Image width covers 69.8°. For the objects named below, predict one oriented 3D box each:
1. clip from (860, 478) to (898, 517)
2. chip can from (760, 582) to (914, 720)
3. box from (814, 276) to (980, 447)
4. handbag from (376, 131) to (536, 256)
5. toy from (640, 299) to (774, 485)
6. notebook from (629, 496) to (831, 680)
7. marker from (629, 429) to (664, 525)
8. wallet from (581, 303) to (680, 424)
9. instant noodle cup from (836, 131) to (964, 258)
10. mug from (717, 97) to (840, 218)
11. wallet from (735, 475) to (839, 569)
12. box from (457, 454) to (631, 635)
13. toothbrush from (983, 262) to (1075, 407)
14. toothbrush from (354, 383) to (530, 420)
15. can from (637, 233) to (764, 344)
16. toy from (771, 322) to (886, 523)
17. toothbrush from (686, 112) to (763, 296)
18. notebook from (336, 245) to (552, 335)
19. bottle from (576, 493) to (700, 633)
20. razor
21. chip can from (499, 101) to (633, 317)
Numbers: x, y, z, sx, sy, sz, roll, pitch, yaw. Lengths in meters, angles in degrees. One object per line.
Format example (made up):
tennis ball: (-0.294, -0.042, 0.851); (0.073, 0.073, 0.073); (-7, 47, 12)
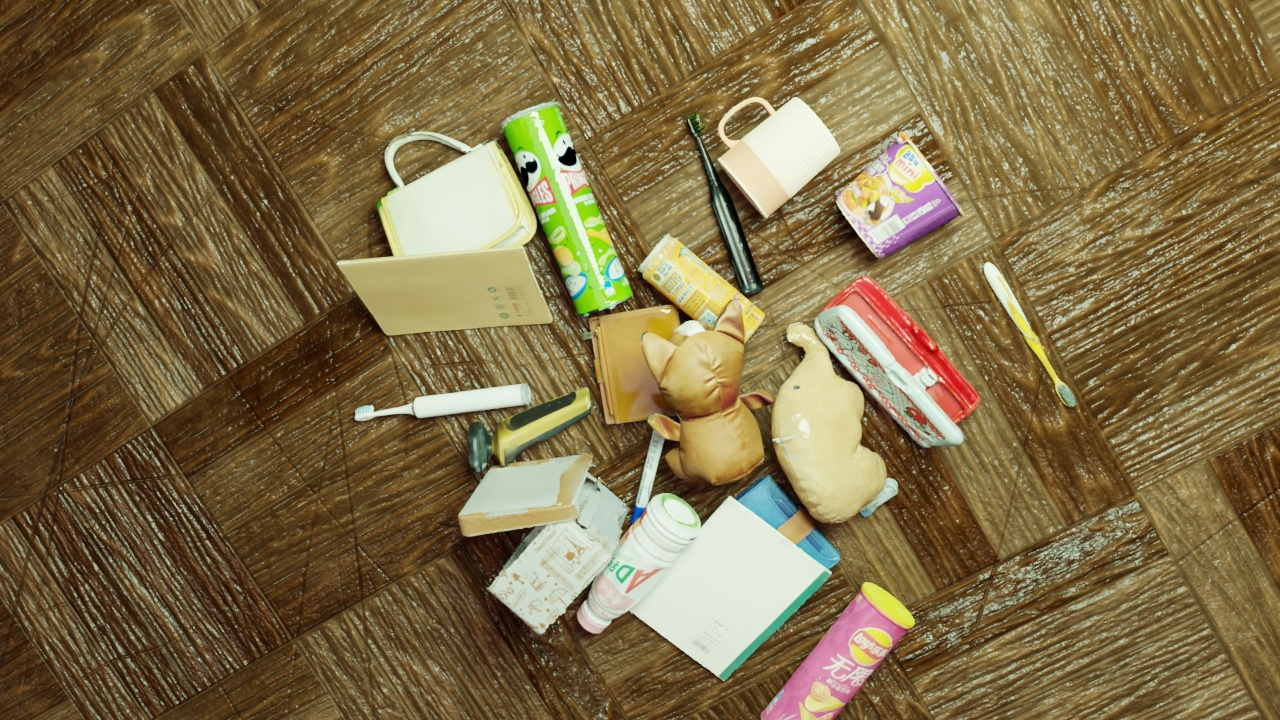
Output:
clip: (0.277, 0.161, 1.073); (0.057, 0.028, 0.024); (-40, 92, 21)
chip can: (0.231, 0.366, 1.086); (0.071, 0.071, 0.211); (35, 102, 0)
box: (0.283, 0.008, 1.007); (0.095, 0.099, 0.201); (-42, 93, 12)
handbag: (-0.221, -0.191, 1.061); (0.163, 0.063, 0.178); (-25, 81, 10)
toy: (0.071, 0.037, 1.013); (0.140, 0.130, 0.200); (-28, 124, -15)
notebook: (0.103, 0.277, 1.096); (0.150, 0.012, 0.210); (37, 113, -1)
marker: (0.011, 0.133, 1.089); (0.017, 0.016, 0.146); (15, 111, 4)
wallet: (-0.006, 0.006, 1.073); (0.119, 0.035, 0.131); (-8, 99, 6)
instant noodle cup: (0.272, -0.170, 0.981); (0.099, 0.111, 0.111); (-36, 94, 20)
mug: (0.140, -0.231, 0.993); (0.106, 0.081, 0.114); (-40, 92, 9)
wallet: (0.157, 0.214, 1.089); (0.106, 0.040, 0.133); (-40, 94, 15)
box: (-0.116, 0.177, 1.040); (0.168, 0.181, 0.151); (39, 101, -1)
toothbrush: (0.435, -0.028, 1.024); (0.016, 0.018, 0.191); (-32, 94, 9)
toothbrush: (-0.243, 0.054, 1.114); (0.221, 0.027, 0.026); (-8, 60, 8)
can: (0.069, -0.076, 1.039); (0.146, 0.058, 0.058); (40, 101, -1)
toy: (0.201, 0.069, 1.024); (0.083, 0.143, 0.226); (-14, 96, 46)
toothbrush: (0.094, -0.177, 1.035); (0.026, 0.027, 0.212); (-24, 98, -31)
notebook: (-0.216, -0.077, 1.042); (0.208, 0.148, 0.008); (-4, 59, 7)
bottle: (-0.008, 0.248, 1.094); (0.068, 0.068, 0.197); (36, 111, 0)
razor: (-0.133, 0.077, 1.092); (0.167, 0.062, 0.068); (-25, 126, 5)
chip can: (-0.081, -0.167, 1.035); (0.072, 0.072, 0.236); (-21, 97, 9)
